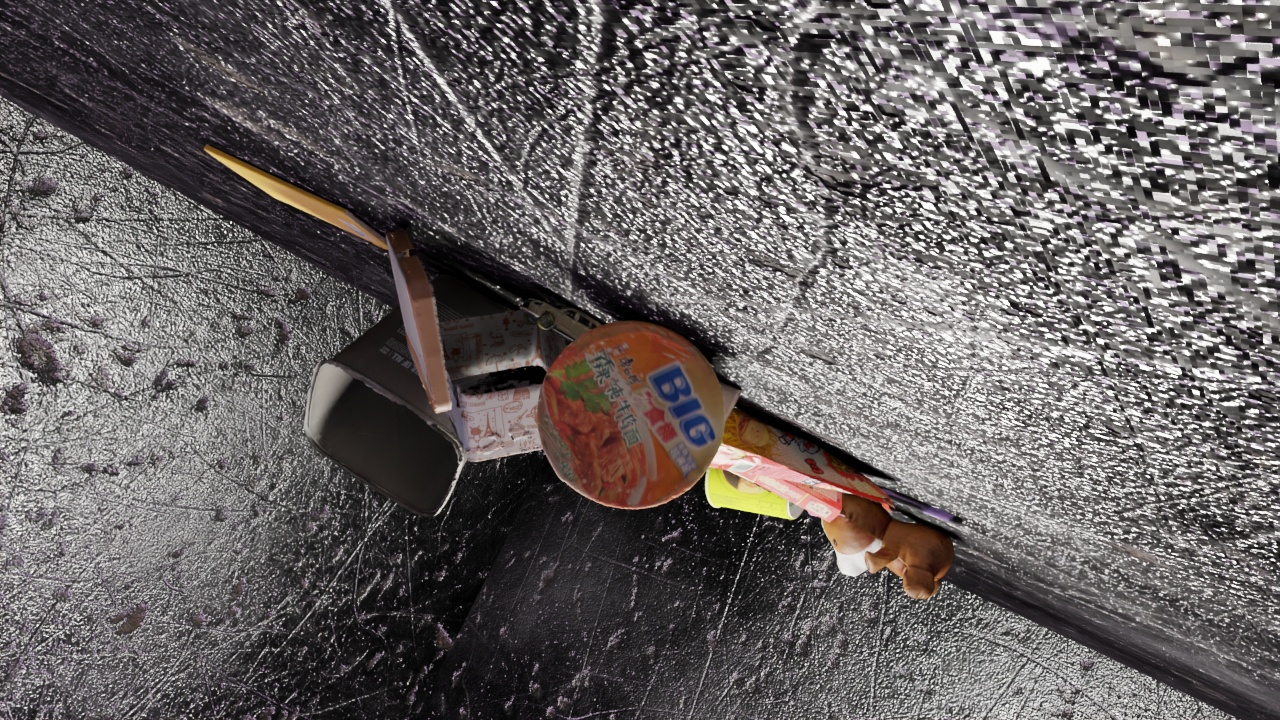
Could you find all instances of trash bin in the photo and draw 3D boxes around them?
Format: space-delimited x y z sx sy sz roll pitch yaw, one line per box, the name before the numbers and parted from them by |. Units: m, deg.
trash bin | -0.258 0.031 1.122 0.199 0.219 0.199 33 138 0

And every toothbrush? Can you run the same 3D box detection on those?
toothbrush | 0.292 0.157 1.061 0.016 0.014 0.189 22 178 -38

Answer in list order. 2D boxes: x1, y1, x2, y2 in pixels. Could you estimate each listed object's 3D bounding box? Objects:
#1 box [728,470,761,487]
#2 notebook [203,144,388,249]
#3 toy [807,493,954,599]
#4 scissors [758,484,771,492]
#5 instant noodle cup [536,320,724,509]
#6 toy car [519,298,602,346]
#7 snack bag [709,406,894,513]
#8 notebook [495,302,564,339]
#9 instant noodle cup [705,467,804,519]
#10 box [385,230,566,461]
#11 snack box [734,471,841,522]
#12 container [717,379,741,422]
box | 0.107 0.117 1.213 0.168 0.077 0.091 25 175 10
notebook | -0.393 -0.186 1.084 0.206 0.010 0.146 25 173 16
toy | 0.334 0.258 1.295 0.199 0.130 0.140 34 -176 26
scissors | 0.086 0.099 1.104 0.165 0.014 0.163 7 -142 -22
instant noodle cup | -0.004 0.044 0.781 0.151 0.151 0.111 26 -177 5
toy car | -0.073 -0.035 0.879 0.090 0.035 0.042 28 173 -30
snack bag | 0.165 0.110 1.001 0.207 0.073 0.128 20 -177 -14
notebook | -0.105 0.021 1.176 0.212 0.012 0.150 23 134 32
instant noodle cup | 0.172 0.169 1.295 0.124 0.111 0.111 13 167 32
box | -0.149 -0.026 0.921 0.157 0.205 0.181 -14 -152 -17
snack box | 0.166 0.126 1.079 0.153 0.026 0.075 28 -146 -7
container | 0.027 0.046 0.901 0.111 0.090 0.090 29 175 5
